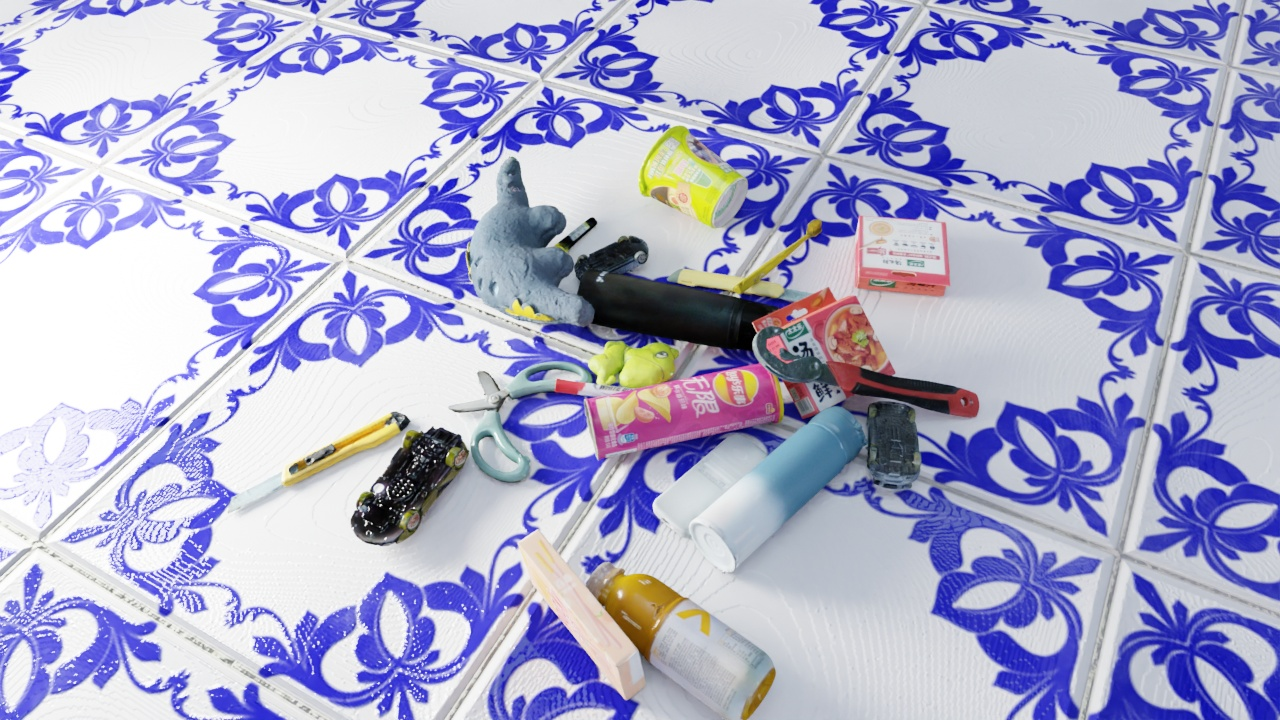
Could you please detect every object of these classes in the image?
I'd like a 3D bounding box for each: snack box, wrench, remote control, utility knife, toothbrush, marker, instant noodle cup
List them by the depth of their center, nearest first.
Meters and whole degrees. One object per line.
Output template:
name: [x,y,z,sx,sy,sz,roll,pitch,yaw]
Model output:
snack box: [-0.055,0.235,0.850,0.026,0.085,0.157,-34,55,-21]
remote control: [0.076,0.132,0.977,0.135,0.020,0.056,-38,55,-26]
wrench: [0.252,0.020,1.013,0.273,0.016,0.056,16,68,-9]
utility knife: [-0.358,0.111,1.023,0.215,0.015,0.033,-28,50,-20]
snack box: [0.209,-0.015,1.045,0.113,0.044,0.127,-25,84,-18]
marker: [-0.026,0.038,1.055,0.145,0.017,0.017,7,49,-2]
snack box: [0.334,-0.127,1.177,0.113,0.044,0.126,7,48,8]
utility knife: [0.135,-0.095,1.177,0.205,0.021,0.030,8,53,18]
toothbrush: [0.183,-0.138,1.201,0.016,0.017,0.189,29,50,31]
marker: [-0.098,-0.161,1.253,0.018,0.015,0.123,27,52,22]
instant noodle cup: [0.077,-0.245,1.261,0.123,0.112,0.111,37,59,21]

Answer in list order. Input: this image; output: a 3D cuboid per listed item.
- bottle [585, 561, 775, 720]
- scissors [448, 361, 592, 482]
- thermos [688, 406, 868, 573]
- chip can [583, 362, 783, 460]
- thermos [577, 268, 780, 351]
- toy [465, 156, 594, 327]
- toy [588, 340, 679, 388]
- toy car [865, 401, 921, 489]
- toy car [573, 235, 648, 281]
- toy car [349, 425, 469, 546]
bottle: [0.031,0.251,0.841,0.189,0.068,0.067,30,56,26]
scissors: [-0.128,0.060,1.055,0.170,0.019,0.171,-19,49,-12]
thermos: [0.147,0.127,0.950,0.220,0.070,0.070,-36,56,-27]
chip can: [0.047,0.054,1.013,0.210,0.071,0.071,-11,49,-6]
thermos: [0.048,-0.060,1.128,0.243,0.068,0.089,12,19,11]
toy: [-0.154,-0.135,1.167,0.138,0.091,0.356,-35,46,13]
toy: [-0.006,0.006,1.086,0.100,0.031,0.096,26,54,29]
toy car: [0.272,0.090,0.994,0.054,0.037,0.120,5,39,9]
toy car: [-0.037,-0.129,1.208,0.105,0.031,0.049,-28,54,-19]
toy car: [-0.245,0.133,0.979,0.070,0.042,0.157,20,52,20]
